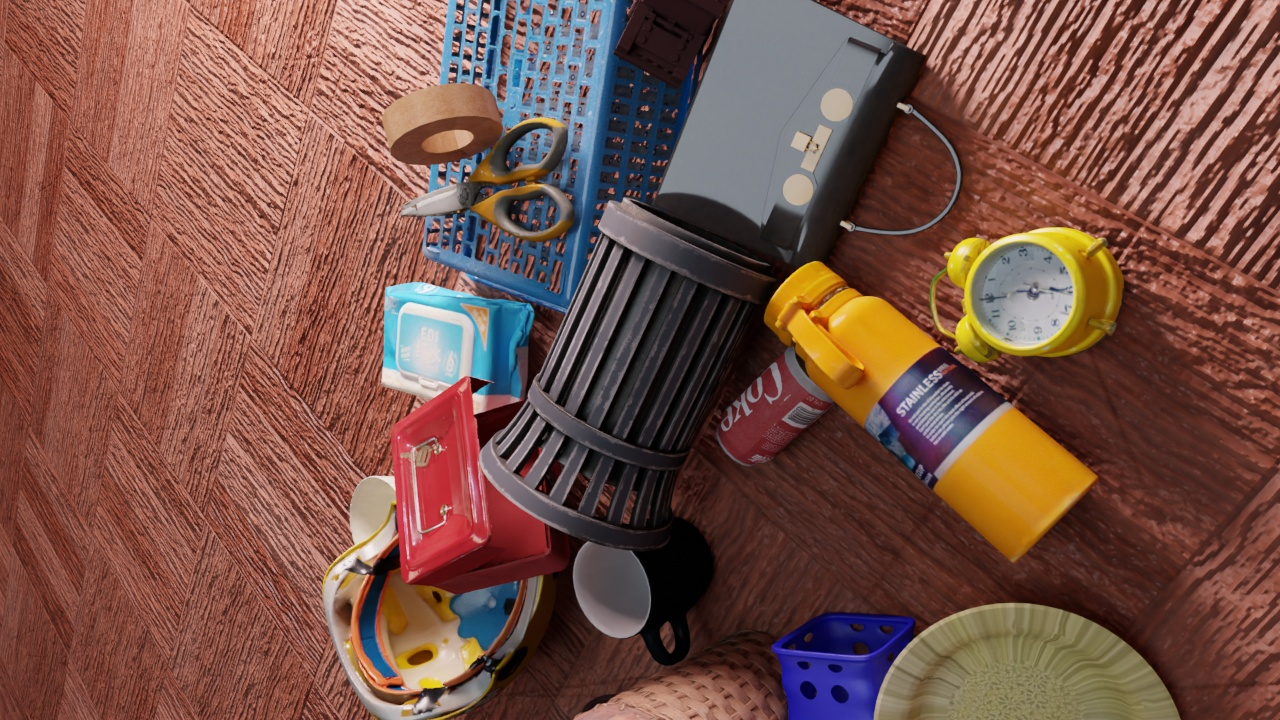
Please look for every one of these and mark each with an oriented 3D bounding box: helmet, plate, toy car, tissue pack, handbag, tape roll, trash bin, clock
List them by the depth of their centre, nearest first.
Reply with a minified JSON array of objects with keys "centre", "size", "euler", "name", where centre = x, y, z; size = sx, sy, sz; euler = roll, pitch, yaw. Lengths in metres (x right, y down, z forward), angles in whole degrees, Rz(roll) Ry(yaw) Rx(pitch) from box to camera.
[{"centre":[0.240,-0.041,0.581],"size":[0.119,0.057,0.083],"euler":[-5,92,48],"name":"clock"},{"centre":[0.248,0.245,0.601],"size":[0.184,0.036,0.184],"euler":[1,94,16],"name":"plate"},{"centre":[0.135,-0.153,0.662],"size":[0.196,0.072,0.176],"euler":[32,115,20],"name":"handbag"},{"centre":[0.044,-0.291,0.665],"size":[0.070,0.062,0.170],"euler":[26,94,-10],"name":"toy car"},{"centre":[0.044,0.302,0.687],"size":[0.151,0.209,0.151],"euler":[6,100,38],"name":"trash bin"},{"centre":[-0.004,0.004,0.710],"size":[0.164,0.164,0.228],"euler":[33,105,32],"name":"trash bin"},{"centre":[-0.161,-0.192,0.750],"size":[0.094,0.093,0.027],"euler":[-20,82,39],"name":"tape roll"},{"centre":[-0.173,0.237,0.904],"size":[0.240,0.139,0.209],"euler":[-40,61,-1],"name":"helmet"},{"centre":[-0.185,-0.012,0.925],"size":[0.210,0.066,0.117],"euler":[12,100,39],"name":"tissue pack"}]

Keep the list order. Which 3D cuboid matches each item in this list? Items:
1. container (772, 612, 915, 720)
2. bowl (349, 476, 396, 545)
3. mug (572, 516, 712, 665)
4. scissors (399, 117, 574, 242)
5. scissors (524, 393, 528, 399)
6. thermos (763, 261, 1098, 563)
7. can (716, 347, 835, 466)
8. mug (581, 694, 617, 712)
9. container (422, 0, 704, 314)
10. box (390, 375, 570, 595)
[{"centre":[0.158,0.254,0.668],"size":[0.085,0.085,0.113],"euler":[-9,91,41],"name":"container"},{"centre":[-0.264,0.180,1.020],"size":[0.115,0.062,0.115],"euler":[6,100,39],"name":"bowl"},{"centre":[0.011,0.196,0.774],"size":[0.085,0.094,0.121],"euler":[-26,79,39],"name":"mug"},{"centre":[-0.139,-0.133,0.789],"size":[0.230,0.016,0.114],"euler":[-10,89,41],"name":"scissors"},{"centre":[-0.090,0.049,0.893],"size":[0.179,0.016,0.101],"euler":[-42,66,32],"name":"scissors"},{"centre":[0.182,0.023,0.610],"size":[0.076,0.091,0.232],"euler":[-44,66,-1],"name":"thermos"},{"centre":[0.104,0.036,0.704],"size":[0.097,0.053,0.054],"euler":[-48,66,33],"name":"can"},{"centre":[-0.041,0.374,0.825],"size":[0.096,0.122,0.110],"euler":[42,122,50],"name":"mug"},{"centre":[-0.082,-0.219,0.802],"size":[0.257,0.089,0.362],"euler":[21,109,36],"name":"container"},{"centre":[-0.142,0.118,0.821],"size":[0.137,0.126,0.157],"euler":[-26,60,30],"name":"box"}]
